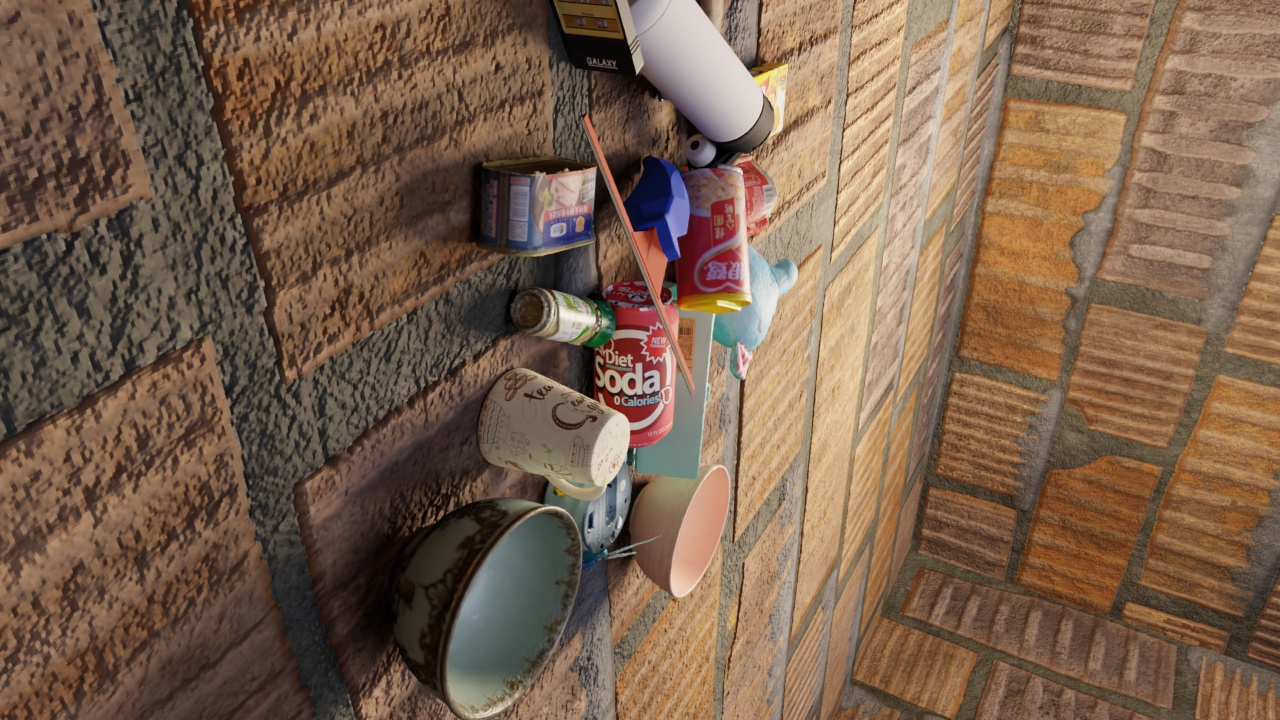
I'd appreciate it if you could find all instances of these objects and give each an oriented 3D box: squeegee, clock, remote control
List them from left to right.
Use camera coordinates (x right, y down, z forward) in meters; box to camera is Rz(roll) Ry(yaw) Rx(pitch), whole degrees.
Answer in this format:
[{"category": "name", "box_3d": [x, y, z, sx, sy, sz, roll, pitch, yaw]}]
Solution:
[{"category": "remote control", "box_3d": [-0.039, -0.258, 0.634, 0.013, 0.058, 0.133, -61, 150, -26]}, {"category": "clock", "box_3d": [-0.042, 0.124, 0.855, 0.124, 0.052, 0.089, -34, 129, -56]}, {"category": "squeegee", "box_3d": [0.013, -0.124, 0.757, 0.184, 0.055, 0.249, -92, 162, -54]}]

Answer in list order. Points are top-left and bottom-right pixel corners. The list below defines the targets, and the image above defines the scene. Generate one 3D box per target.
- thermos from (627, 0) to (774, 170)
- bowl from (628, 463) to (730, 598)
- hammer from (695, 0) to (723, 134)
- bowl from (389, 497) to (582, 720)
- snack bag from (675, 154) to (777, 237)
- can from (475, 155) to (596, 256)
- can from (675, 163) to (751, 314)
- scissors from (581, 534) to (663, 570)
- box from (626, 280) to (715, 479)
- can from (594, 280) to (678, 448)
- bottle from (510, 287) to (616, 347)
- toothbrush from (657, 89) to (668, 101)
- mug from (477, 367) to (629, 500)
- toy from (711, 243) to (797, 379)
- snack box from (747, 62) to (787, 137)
[{"category": "thermos", "box_3d": [0.031, -0.233, 0.762, 0.101, 0.068, 0.229, -36, 148, 18]}, {"category": "bowl", "box_3d": [0.035, 0.178, 1.019, 0.152, 0.076, 0.153, -43, 142, -47]}, {"category": "hammer", "box_3d": [0.056, -0.304, 0.802, 0.119, 0.033, 0.331, -51, 152, -35]}, {"category": "bowl", "box_3d": [-0.124, 0.167, 0.667, 0.159, 0.094, 0.160, -41, 139, -49]}, {"category": "snack bag", "box_3d": [0.067, -0.151, 0.891, 0.154, 0.044, 0.087, -20, 98, -37]}, {"category": "can", "box_3d": [-0.072, -0.112, 0.657, 0.099, 0.054, 0.059, -28, 128, -57]}, {"category": "can", "box_3d": [0.063, -0.107, 0.826, 0.066, 0.067, 0.124, 6, 80, -64]}, {"category": "scissors", "box_3d": [-0.043, 0.187, 0.849, 0.116, 0.130, 0.014, -20, 89, -35]}, {"category": "box", "box_3d": [0.036, 0.024, 0.913, 0.077, 0.091, 0.189, -27, 128, -55]}, {"category": "can", "box_3d": [-0.005, 0.005, 0.836, 0.074, 0.074, 0.143, -38, 137, -51]}, {"category": "bottle", "box_3d": [-0.062, -0.035, 0.740, 0.109, 0.043, 0.042, 9, 96, -63]}, {"category": "toothbrush", "box_3d": [0.024, -0.290, 0.791, 0.021, 0.016, 0.132, -55, 151, -57]}, {"category": "mug", "box_3d": [-0.062, 0.072, 0.733, 0.080, 0.097, 0.122, -52, 147, -39]}, {"category": "toy", "box_3d": [0.111, -0.077, 0.980, 0.180, 0.115, 0.183, -20, 96, -65]}, {"category": "snack box", "box_3d": [0.115, -0.268, 0.978, 0.151, 0.025, 0.075, -40, 138, -50]}]
